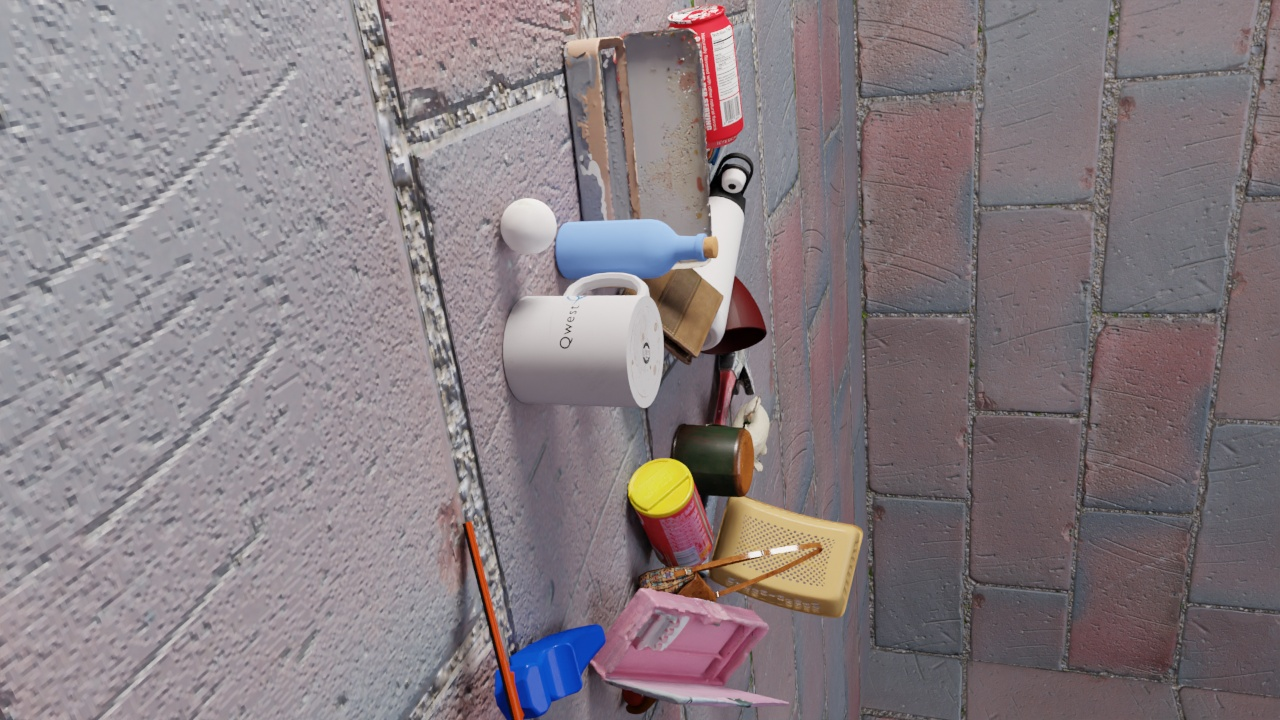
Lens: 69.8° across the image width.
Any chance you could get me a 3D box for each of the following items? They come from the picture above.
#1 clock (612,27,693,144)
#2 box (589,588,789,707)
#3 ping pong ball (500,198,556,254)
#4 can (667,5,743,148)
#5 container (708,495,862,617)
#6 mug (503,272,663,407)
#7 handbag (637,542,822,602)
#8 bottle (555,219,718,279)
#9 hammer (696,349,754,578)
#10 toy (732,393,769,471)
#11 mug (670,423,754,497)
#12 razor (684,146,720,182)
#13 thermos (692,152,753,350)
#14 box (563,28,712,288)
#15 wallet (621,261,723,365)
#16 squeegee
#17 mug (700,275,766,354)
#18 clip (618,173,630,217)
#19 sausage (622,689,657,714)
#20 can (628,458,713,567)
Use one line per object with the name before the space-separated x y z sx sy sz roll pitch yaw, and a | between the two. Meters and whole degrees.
clock | 0.026 -0.271 0.919 0.156 0.062 0.110 -34 123 -67
box | 0.067 0.300 0.892 0.099 0.107 0.232 -55 142 3
ping pong ball | -0.081 -0.096 0.661 0.040 0.040 0.040 2 89 -70
can | 0.072 -0.314 1.023 0.074 0.074 0.143 -62 147 -51
container | 0.189 0.256 1.204 0.167 0.183 0.129 61 44 -71
mug | -0.037 -0.021 0.703 0.083 0.096 0.119 69 30 -47
handbag | 0.096 0.229 0.947 0.093 0.196 0.043 57 17 -53
bottle | -0.001 -0.091 0.748 0.048 0.131 0.048 2 89 -70
hammer | 0.100 0.123 1.193 0.140 0.036 0.325 58 38 -54
toy | 0.143 0.089 1.187 0.087 0.050 0.112 -62 140 -46
mug | 0.091 0.111 1.093 0.110 0.081 0.085 -62 147 -51
razor | 0.072 -0.241 1.114 0.140 0.018 0.044 -54 165 -54
thermos | 0.084 -0.127 1.057 0.101 0.068 0.229 118 -11 -54
box | 0.005 -0.178 0.817 0.114 0.096 0.217 -42 130 -59
wallet | 0.032 -0.062 0.933 0.098 0.027 0.120 40 41 -11
squeegee | -0.069 0.234 0.694 0.184 0.055 0.249 0 74 -70
mug | 0.093 -0.065 1.118 0.113 0.087 0.088 8 64 -43
clip | -0.012 -0.160 0.879 0.044 0.023 0.060 21 70 -64
sausage | 0.019 0.329 0.971 0.155 0.040 0.040 -1 92 -69
can | 0.034 0.163 0.957 0.124 0.067 0.066 69 29 -46
